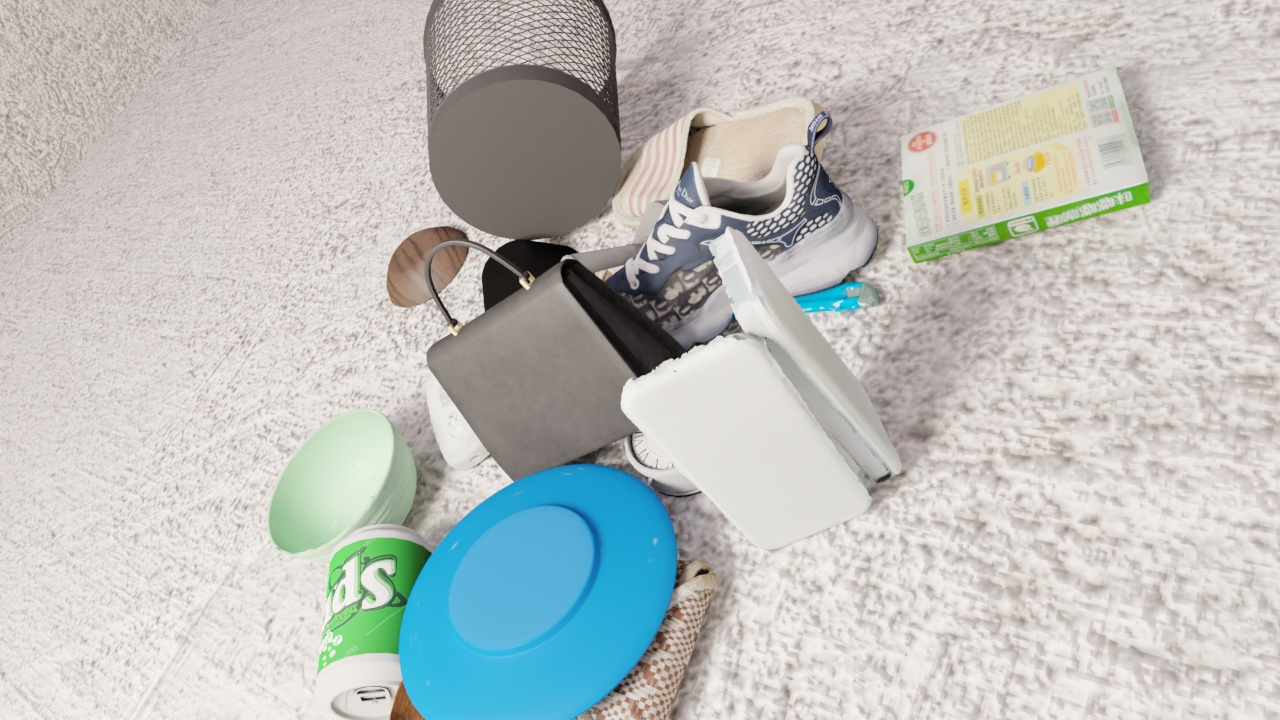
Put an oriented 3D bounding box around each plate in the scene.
[{"bbox_3d":[-0.082,0.159,0.659,0.225,0.024,0.223,-18,40,16],"label":"plate"}]

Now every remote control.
[{"bbox_3d":[-0.172,0.048,0.871,0.060,0.028,0.114,-40,52,17],"label":"remote control"}]

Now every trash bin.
[{"bbox_3d":[-0.124,-0.272,0.972,0.218,0.218,0.227,-25,45,18],"label":"trash bin"}]

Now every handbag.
[{"bbox_3d":[-0.093,-0.015,0.719,0.176,0.196,0.072,-27,25,36],"label":"handbag"},{"bbox_3d":[-0.028,0.215,0.632,0.124,0.047,0.185,1,58,38],"label":"handbag"}]

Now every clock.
[{"bbox_3d":[0.042,0.050,0.722,0.123,0.035,0.094,-40,43,4],"label":"clock"}]

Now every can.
[{"bbox_3d":[-0.209,0.209,0.738,0.088,0.088,0.139,-26,45,16],"label":"can"}]

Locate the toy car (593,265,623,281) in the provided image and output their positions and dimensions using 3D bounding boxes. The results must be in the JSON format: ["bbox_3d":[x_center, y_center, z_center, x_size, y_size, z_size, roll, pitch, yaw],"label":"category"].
[{"bbox_3d":[-0.042,-0.045,0.863,0.039,0.039,0.112,11,62,18],"label":"toy car"}]

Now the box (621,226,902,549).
[{"bbox_3d":[0.078,0.020,0.592,0.129,0.210,0.105,-27,42,14],"label":"box"}]

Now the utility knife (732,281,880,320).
[{"bbox_3d":[0.096,-0.045,0.777,0.221,0.015,0.031,-7,48,34],"label":"utility knife"}]

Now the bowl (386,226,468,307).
[{"bbox_3d":[-0.261,-0.120,1.086,0.119,0.032,0.119,-20,47,22],"label":"bowl"}]

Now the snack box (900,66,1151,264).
[{"bbox_3d":[0.289,-0.150,0.709,0.168,0.027,0.131,-14,49,28],"label":"snack box"}]

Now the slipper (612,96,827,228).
[{"bbox_3d":[0.055,-0.181,0.846,0.264,0.052,0.115,-4,71,50],"label":"slipper"}]

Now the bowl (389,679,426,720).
[{"bbox_3d":[-0.128,0.242,0.651,0.102,0.026,0.114,-7,50,30],"label":"bowl"}]

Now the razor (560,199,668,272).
[{"bbox_3d":[-0.021,-0.091,0.805,0.047,0.116,0.088,46,133,27],"label":"razor"}]

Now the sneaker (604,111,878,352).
[{"bbox_3d":[0.048,-0.096,0.743,0.270,0.132,0.103,-23,36,10],"label":"sneaker"}]

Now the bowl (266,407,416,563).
[{"bbox_3d":[-0.266,0.127,0.856,0.151,0.077,0.150,-20,46,23],"label":"bowl"}]

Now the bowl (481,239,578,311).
[{"bbox_3d":[-0.125,-0.087,0.943,0.124,0.052,0.123,-20,47,22],"label":"bowl"}]
